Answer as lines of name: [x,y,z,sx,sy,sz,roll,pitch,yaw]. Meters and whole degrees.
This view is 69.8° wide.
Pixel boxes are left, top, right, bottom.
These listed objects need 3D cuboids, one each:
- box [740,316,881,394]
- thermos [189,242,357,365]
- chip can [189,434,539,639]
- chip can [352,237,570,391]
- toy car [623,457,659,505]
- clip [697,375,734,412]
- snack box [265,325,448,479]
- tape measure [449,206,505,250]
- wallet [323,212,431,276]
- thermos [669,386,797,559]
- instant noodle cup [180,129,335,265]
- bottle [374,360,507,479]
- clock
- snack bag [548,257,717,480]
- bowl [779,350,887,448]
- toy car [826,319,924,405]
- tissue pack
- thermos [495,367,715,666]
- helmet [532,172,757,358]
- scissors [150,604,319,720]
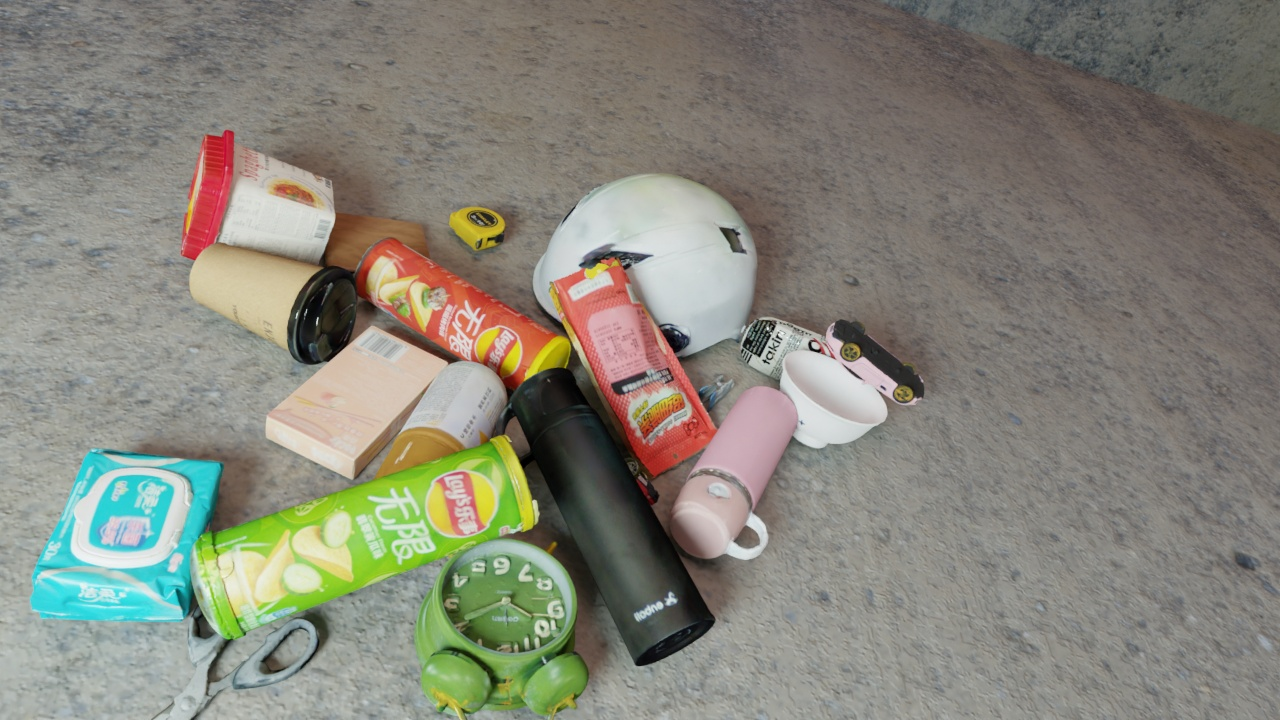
box: [0.189,0.005,1.010,0.164,0.068,0.051,22,18,6]
thermos: [-0.328,-0.056,0.829,0.143,0.093,0.092,19,36,11]
chip can: [-0.184,0.117,0.624,0.221,0.073,0.072,-18,50,-21]
chip can: [-0.174,-0.042,0.890,0.216,0.073,0.073,31,38,13]
toy car: [-0.035,0.088,0.809,0.045,0.053,0.120,-41,63,-7]
clip: [0.079,0.033,0.957,0.038,0.026,0.058,27,33,20]
snack box: [-0.243,0.032,0.803,0.084,0.026,0.156,25,37,6]
tape measure: [-0.186,-0.151,1.057,0.057,0.029,0.060,-24,55,-42]
wallet: [-0.282,-0.120,0.984,0.115,0.020,0.101,1,42,-28]
thermos: [0.096,0.103,0.839,0.087,0.067,0.198,26,36,10]
instant noodle cup: [-0.375,-0.147,0.905,0.124,0.117,0.116,13,36,-31]
bottle: [-0.167,0.077,0.747,0.068,0.068,0.189,21,40,0]
clock: [-0.097,0.195,0.644,0.116,0.056,0.161,5,40,-18]
snack bag: [-0.005,0.005,0.881,0.128,0.073,0.208,-21,81,-50]
bowl: [0.185,0.050,0.945,0.118,0.065,0.118,20,31,-13]
toy car: [0.244,0.005,0.960,0.122,0.037,0.056,37,38,-5]
tissue pack: [-0.347,0.116,0.630,0.093,0.050,0.133,7,39,-16]
thermos: [-0.038,0.123,0.732,0.242,0.090,0.068,58,5,28]
helmet: [0.019,-0.124,1.022,0.258,0.146,0.229,-1,42,-26]
scissors: [-0.276,0.212,0.574,0.162,0.014,0.164,-1,41,-25]
